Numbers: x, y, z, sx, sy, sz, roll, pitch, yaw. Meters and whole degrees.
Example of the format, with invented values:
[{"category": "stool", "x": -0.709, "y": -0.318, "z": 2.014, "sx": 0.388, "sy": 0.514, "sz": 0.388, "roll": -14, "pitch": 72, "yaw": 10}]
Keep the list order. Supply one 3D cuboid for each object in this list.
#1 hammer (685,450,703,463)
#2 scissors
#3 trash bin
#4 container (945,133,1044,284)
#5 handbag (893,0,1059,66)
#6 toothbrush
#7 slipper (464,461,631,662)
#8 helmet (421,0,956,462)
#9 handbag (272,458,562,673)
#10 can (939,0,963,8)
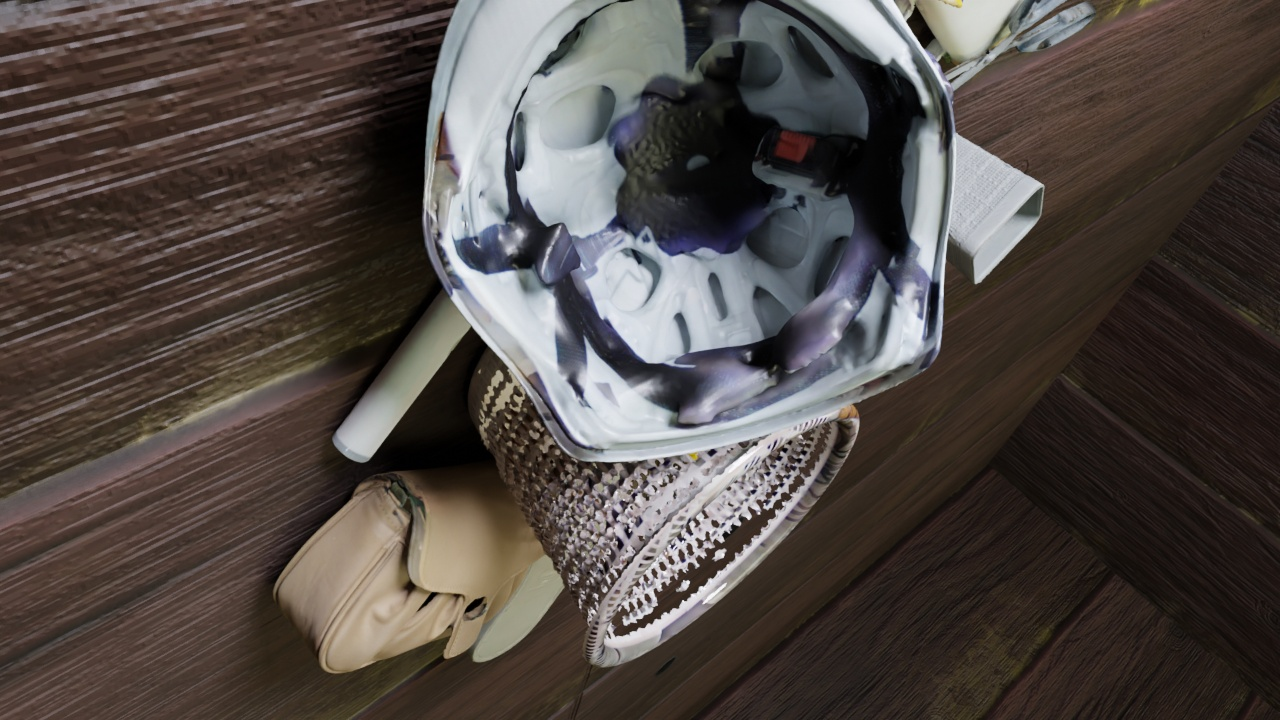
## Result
[{"category": "hammer", "x": 0.137, "y": -0.014, "z": 0.917, "sx": 0.300, "sy": 0.033, "sz": 0.129, "roll": -43, "pitch": 157, "yaw": -3}, {"category": "scissors", "x": 0.270, "y": -0.234, "z": 0.695, "sx": 0.178, "sy": 0.014, "sz": 0.160, "roll": -21, "pitch": 163, "yaw": -16}, {"category": "trash bin", "x": -0.003, "y": 0.054, "z": 0.609, "sx": 0.227, "sy": 0.192, "sz": 0.228, "roll": -35, "pitch": 154, "yaw": -20}, {"category": "container", "x": 0.299, "y": -0.149, "z": 0.861, "sx": 0.090, "sy": 0.114, "sz": 0.090, "roll": -47, "pitch": 156, "yaw": 4}, {"category": "handbag", "x": 0.226, "y": -0.265, "z": 0.653, "sx": 0.179, "sy": 0.063, "sz": 0.163, "roll": -38, "pitch": 159, "yaw": 22}, {"category": "toothbrush", "x": -0.104, "y": -0.031, "z": 0.524, "sx": 0.026, "sy": 0.026, "sz": 0.221, "roll": 32, "pitch": 103, "yaw": -32}, {"category": "slipper", "x": -0.089, "y": 0.158, "z": 0.805, "sx": 0.114, "sy": 0.054, "sz": 0.275, "roll": -9, "pitch": 135, "yaw": -52}, {"category": "helmet", "x": 0.021, "y": -0.090, "z": 0.439, "sx": 0.229, "sy": 0.145, "sz": 0.259, "roll": -20, "pitch": 116, "yaw": 8}, {"category": "handbag", "x": -0.141, "y": 0.141, "z": 0.643, "sx": 0.148, "sy": 0.100, "sz": 0.204, "roll": -57, "pitch": 157, "yaw": 17}, {"category": "can", "x": 0.146, "y": -0.245, "z": 0.519, "sx": 0.147, "sy": 0.074, "sz": 0.049, "roll": -3, "pitch": 132, "yaw": -44}]
